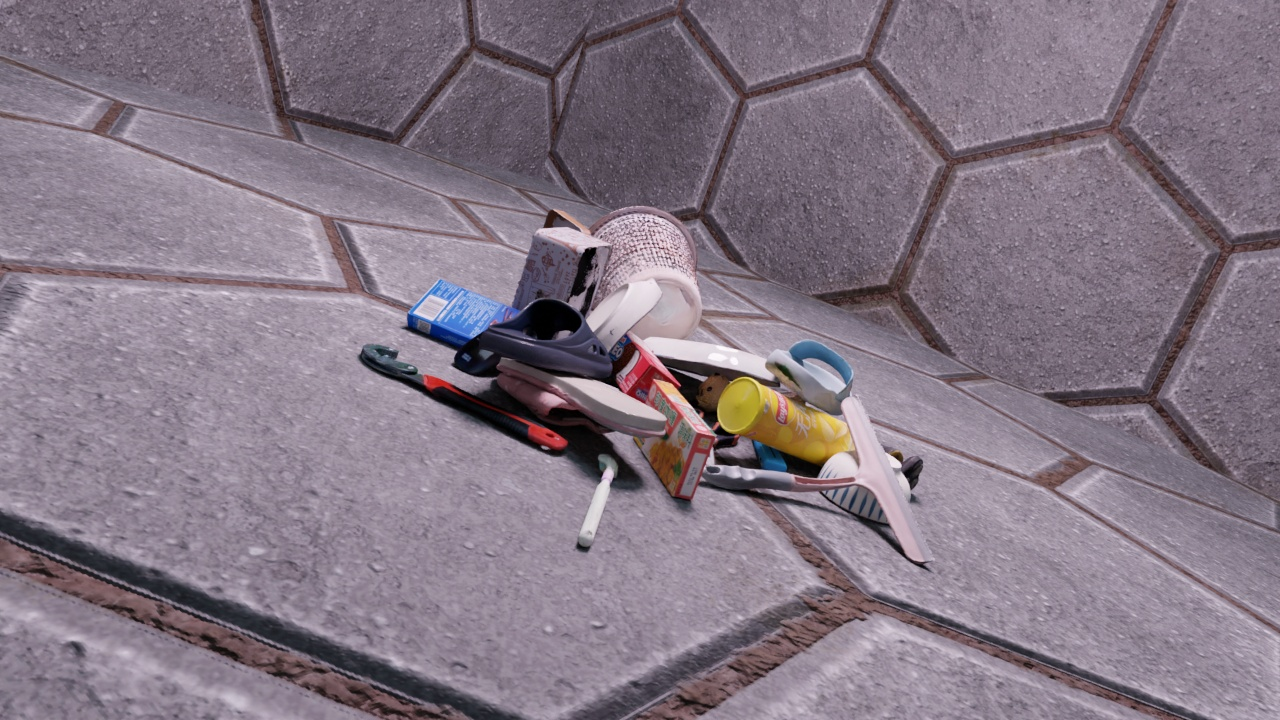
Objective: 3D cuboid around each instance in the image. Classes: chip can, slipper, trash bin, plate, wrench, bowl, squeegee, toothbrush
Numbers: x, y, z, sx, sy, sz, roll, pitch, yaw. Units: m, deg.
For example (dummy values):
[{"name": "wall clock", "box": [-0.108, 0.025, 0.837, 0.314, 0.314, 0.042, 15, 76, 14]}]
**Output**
[{"name": "chip can", "box": [0.194, 0.086, 1.174, 0.213, 0.072, 0.072, 23, 9, -39]}, {"name": "slipper", "box": [-0.075, 0.049, 1.042, 0.114, 0.054, 0.275, 13, 5, -43]}, {"name": "trash bin", "box": [0.009, -0.120, 1.547, 0.227, 0.228, 0.192, 14, 27, -22]}, {"name": "slipper", "box": [-0.099, -0.030, 1.097, 0.111, 0.083, 0.268, 16, 2, 17]}, {"name": "plate", "box": [0.095, -0.001, 1.356, 0.162, 0.034, 0.266, 17, -4, -32]}, {"name": "wrench", "box": [-0.199, 0.038, 1.002, 0.273, 0.016, 0.056, 24, 15, 19]}, {"name": "bowl", "box": [0.285, 0.148, 1.147, 0.116, 0.066, 0.116, 18, 14, -5]}, {"name": "squeegee", "box": [0.179, 0.137, 1.066, 0.249, 0.040, 0.247, 3, 46, -18]}, {"name": "slipper", "box": [0.236, 0.014, 1.246, 0.104, 0.074, 0.245, 41, 10, 23]}, {"name": "toothbrush", "box": [-0.040, 0.130, 0.863, 0.029, 0.020, 0.189, 51, 12, -9]}, {"name": "plate", "box": [-0.042, -0.057, 1.286, 0.034, 0.164, 0.163, 42, 8, -15]}]

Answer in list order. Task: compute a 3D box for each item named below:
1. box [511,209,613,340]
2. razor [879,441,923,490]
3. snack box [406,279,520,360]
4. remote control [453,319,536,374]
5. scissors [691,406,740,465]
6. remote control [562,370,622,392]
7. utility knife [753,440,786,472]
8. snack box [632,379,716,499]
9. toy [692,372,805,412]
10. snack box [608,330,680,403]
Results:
[{"name": "box", "box": [-0.123, -0.114, 1.353, 0.125, 0.179, 0.273, 17, 15, -11]}, {"name": "razor", "box": [0.337, 0.139, 1.306, 0.067, 0.062, 0.167, 47, -4, -24]}, {"name": "snack box", "box": [-0.219, -0.050, 1.215, 0.157, 0.026, 0.084, 22, 44, 8]}, {"name": "remote control", "box": [-0.177, -0.024, 1.154, 0.053, 0.024, 0.136, 31, 40, 20]}, {"name": "scissors", "box": [0.091, 0.102, 1.159, 0.196, 0.015, 0.205, 9, 17, -39]}, {"name": "remote control", "box": [-0.091, 0.028, 1.181, 0.135, 0.019, 0.056, 21, 14, 6]}, {"name": "utility knife", "box": [0.165, 0.109, 1.236, 0.034, 0.018, 0.216, 18, 12, -5]}, {"name": "snack box", "box": [0.035, 0.084, 1.019, 0.027, 0.077, 0.155, 14, 15, -21]}, {"name": "toy", "box": [0.154, 0.057, 1.286, 0.157, 0.066, 0.105, 8, 17, 13]}, {"name": "snack box", "box": [-0.007, 0.007, 1.265, 0.058, 0.057, 0.207, 37, 6, -22]}]
